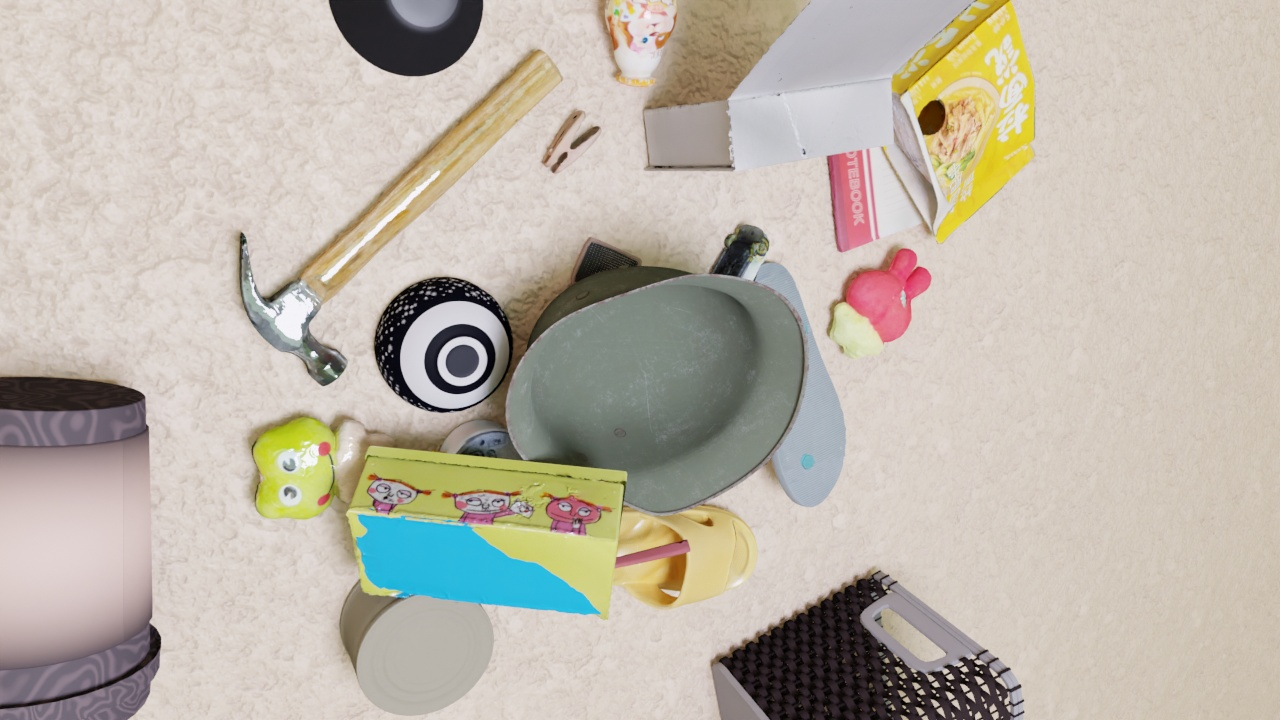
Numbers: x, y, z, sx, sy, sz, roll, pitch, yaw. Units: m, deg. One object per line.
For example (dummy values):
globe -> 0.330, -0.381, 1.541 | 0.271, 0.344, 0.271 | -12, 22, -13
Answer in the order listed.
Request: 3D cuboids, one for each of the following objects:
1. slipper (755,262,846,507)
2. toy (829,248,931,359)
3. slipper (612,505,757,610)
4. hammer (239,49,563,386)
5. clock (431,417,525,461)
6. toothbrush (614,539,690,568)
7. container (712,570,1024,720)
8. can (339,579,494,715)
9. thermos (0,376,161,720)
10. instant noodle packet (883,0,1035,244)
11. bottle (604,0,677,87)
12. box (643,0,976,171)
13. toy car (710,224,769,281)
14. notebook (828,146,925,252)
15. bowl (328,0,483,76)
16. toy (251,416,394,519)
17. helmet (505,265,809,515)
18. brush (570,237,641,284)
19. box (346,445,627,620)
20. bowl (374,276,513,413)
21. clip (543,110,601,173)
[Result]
slipper -> 0.158, 0.024, 0.987 | 0.098, 0.055, 0.269 | -20, 102, -24
toy -> 0.264, -0.062, 1.010 | 0.091, 0.045, 0.135 | 40, 90, -28
slipper -> 0.022, 0.203, 0.949 | 0.263, 0.078, 0.099 | 8, 101, -27
hammer -> -0.191, -0.138, 0.761 | 0.330, 0.033, 0.132 | -46, 119, -9
clock -> -0.130, 0.094, 0.847 | 0.117, 0.057, 0.083 | -15, 111, -23
toothbrush -> -0.045, 0.198, 0.893 | 0.190, 0.016, 0.016 | -11, 99, -5
container -> 0.252, 0.436, 1.046 | 0.243, 0.247, 0.246 | -19, 113, -18
can -> -0.205, 0.252, 0.847 | 0.127, 0.073, 0.128 | -8, 109, -25
thermos -> -0.429, 0.134, 0.648 | 0.172, 0.173, 0.226 | 4, 97, -28
instant noodle packet -> 0.339, -0.250, 0.966 | 0.163, 0.084, 0.221 | -44, 127, -9
bottle -> 0.000, -0.295, 0.793 | 0.063, 0.063, 0.109 | -10, 124, -25
box -> 0.155, -0.218, 0.704 | 0.165, 0.419, 0.108 | -15, 94, -24
toy car -> 0.094, -0.083, 0.914 | 0.033, 0.048, 0.105 | 27, 92, -36
notebook -> 0.259, -0.234, 0.974 | 0.152, 0.012, 0.209 | -22, 115, -22
bowl -> -0.174, -0.285, 0.710 | 0.123, 0.052, 0.124 | -8, 109, -25
toy -> -0.268, 0.091, 0.783 | 0.117, 0.043, 0.092 | -5, 106, -28
helmet -> -0.005, 0.005, 0.826 | 0.267, 0.154, 0.227 | -10, 119, -23
brush -> -0.002, -0.072, 0.887 | 0.135, 0.015, 0.050 | 21, 96, -31
box -> -0.127, 0.146, 0.777 | 0.221, 0.079, 0.125 | 6, 132, 2
bowl -> -0.163, -0.008, 0.793 | 0.120, 0.066, 0.120 | -8, 109, -25
clip -> -0.057, -0.189, 0.819 | 0.045, 0.025, 0.061 | 31, 97, -30
